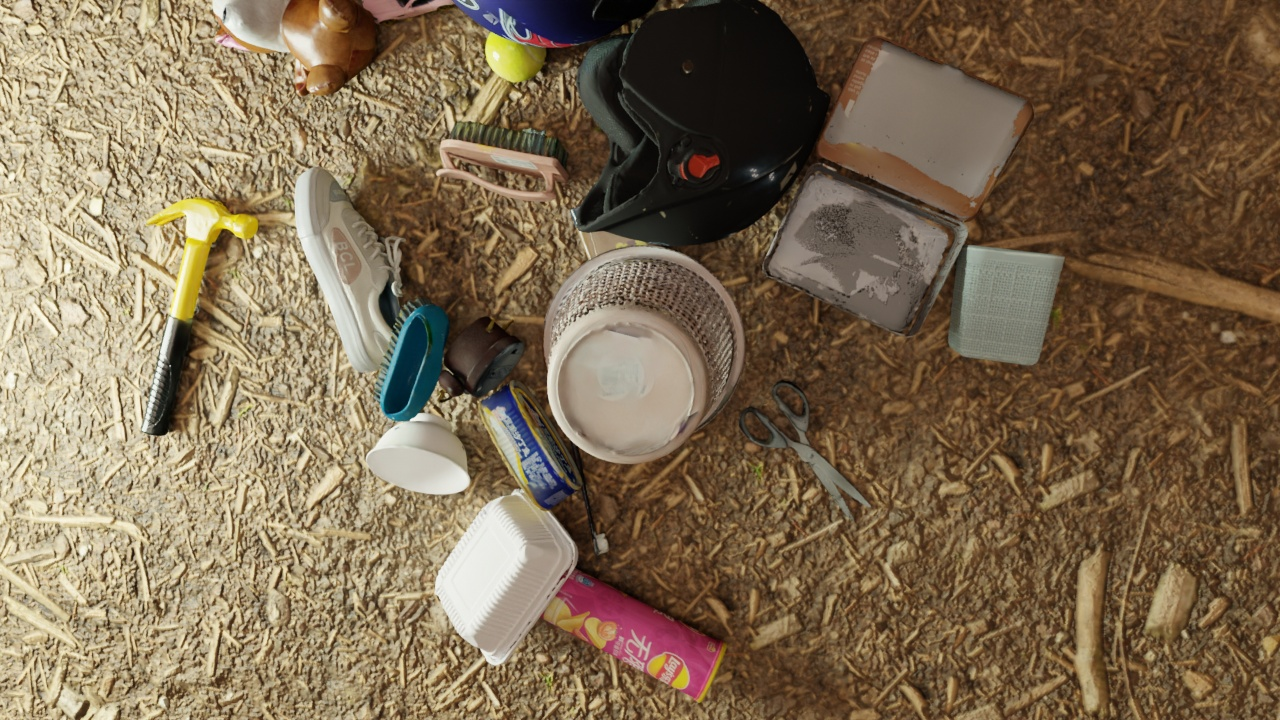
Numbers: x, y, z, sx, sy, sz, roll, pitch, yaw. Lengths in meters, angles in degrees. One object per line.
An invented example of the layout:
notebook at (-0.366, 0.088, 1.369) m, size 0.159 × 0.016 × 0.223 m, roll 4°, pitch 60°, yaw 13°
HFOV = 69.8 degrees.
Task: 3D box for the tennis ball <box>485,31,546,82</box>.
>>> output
tennis ball at (-0.136, -0.339, 1.004) m, size 0.065 × 0.065 × 0.065 m, roll 1°, pitch 95°, yaw 10°

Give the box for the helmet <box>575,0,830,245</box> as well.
helmet at (0.051, -0.226, 0.899) m, size 0.230 × 0.233 × 0.275 m, roll 25°, pitch 98°, yaw -17°

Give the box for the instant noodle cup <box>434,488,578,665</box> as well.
instant noodle cup at (-0.162, 0.237, 1.031) m, size 0.173 × 0.060 × 0.138 m, roll -56°, pitch 48°, yaw 11°

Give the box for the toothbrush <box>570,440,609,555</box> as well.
toothbrush at (-0.065, 0.138, 1.062) m, size 0.018 × 0.015 × 0.181 m, roll -13°, pitch 94°, yaw 5°

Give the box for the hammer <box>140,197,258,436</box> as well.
hammer at (-0.563, -0.053, 1.122) m, size 0.129 × 0.032 × 0.301 m, roll 18°, pitch 98°, yaw 8°

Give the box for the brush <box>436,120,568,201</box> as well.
brush at (-0.155, -0.221, 1.019) m, size 0.146 × 0.063 × 0.073 m, roll 12°, pitch 87°, yaw 9°

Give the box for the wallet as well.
wallet at (-0.020, -0.129, 1.022) m, size 0.090 × 0.033 × 0.115 m, roll -18°, pitch 95°, yaw 10°

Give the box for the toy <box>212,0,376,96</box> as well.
toy at (-0.401, -0.377, 1.025) m, size 0.199 × 0.130 × 0.140 m, roll 30°, pitch 119°, yaw 13°

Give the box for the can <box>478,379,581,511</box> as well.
can at (-0.124, 0.094, 1.034) m, size 0.049 × 0.074 × 0.148 m, roll -34°, pitch 78°, yaw 9°

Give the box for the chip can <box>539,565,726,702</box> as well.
chip can at (-0.012, 0.305, 1.039) m, size 0.210 × 0.071 × 0.071 m, roll 25°, pitch 99°, yaw 7°

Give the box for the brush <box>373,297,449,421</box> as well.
brush at (-0.246, 0.006, 1.008) m, size 0.073 × 0.055 × 0.144 m, roll 40°, pitch 115°, yaw 44°

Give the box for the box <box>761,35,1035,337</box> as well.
box at (0.255, -0.171, 0.930) m, size 0.179 × 0.105 × 0.261 m, roll 25°, pitch 99°, yaw 7°

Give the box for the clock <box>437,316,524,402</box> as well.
clock at (-0.185, 0.005, 1.037) m, size 0.055 × 0.082 × 0.122 m, roll 41°, pitch 99°, yaw 8°

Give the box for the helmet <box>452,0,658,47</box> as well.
helmet at (-0.096, -0.425, 0.864) m, size 0.247 × 0.314 × 0.241 m, roll 42°, pitch 113°, yaw 11°

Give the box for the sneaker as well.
sneaker at (-0.315, -0.112, 1.045) m, size 0.091 × 0.089 × 0.242 m, roll -18°, pitch 93°, yaw 9°

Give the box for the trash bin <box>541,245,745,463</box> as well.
trash bin at (-0.005, 0.005, 0.934) m, size 0.227 × 0.192 × 0.227 m, roll 1°, pitch 103°, yaw 5°

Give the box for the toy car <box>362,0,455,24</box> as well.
toy car at (-0.258, -0.417, 1.033) m, size 0.122 × 0.037 × 0.056 m, roll -10°, pitch 92°, yaw 12°

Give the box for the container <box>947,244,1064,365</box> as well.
container at (0.365, -0.058, 0.933) m, size 0.090 × 0.089 × 0.111 m, roll 8°, pitch 100°, yaw 9°

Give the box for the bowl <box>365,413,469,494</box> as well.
bowl at (-0.248, 0.101, 1.058) m, size 0.118 × 0.118 × 0.064 m, roll 3°, pitch 56°, yaw 10°

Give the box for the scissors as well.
scissors at (0.181, 0.105, 1.019) m, size 0.156 × 0.014 × 0.168 m, roll -1°, pitch 98°, yaw 8°
